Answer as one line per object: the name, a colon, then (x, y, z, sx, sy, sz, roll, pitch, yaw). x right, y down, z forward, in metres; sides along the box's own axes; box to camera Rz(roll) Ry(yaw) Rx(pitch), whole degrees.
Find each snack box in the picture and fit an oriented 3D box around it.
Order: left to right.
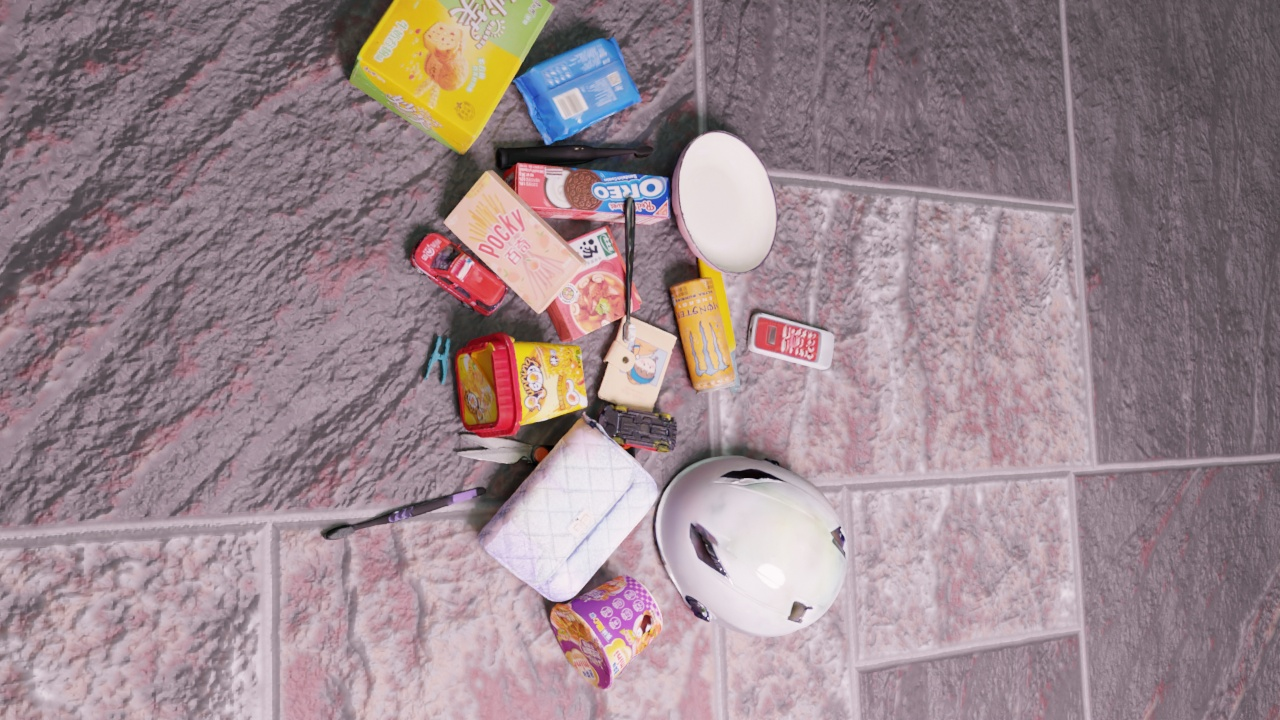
snack box: (-0.220, -0.375, 1.080, 0.157, 0.070, 0.209, 32, 73, -19)
snack box: (-0.147, -0.138, 1.075, 0.157, 0.026, 0.085, 44, 110, -3)
snack box: (-0.065, -0.205, 1.145, 0.207, 0.058, 0.057, 0, 88, -25)
snack box: (-0.061, -0.099, 1.143, 0.126, 0.044, 0.113, -28, 97, -25)

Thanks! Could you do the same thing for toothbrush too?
toothbrush: (-0.263, 0.173, 1.041, 0.188, 0.017, 0.014, -14, 91, -27)
toothbrush: (-0.079, -0.260, 1.162, 0.212, 0.027, 0.026, -9, 74, -27)
toothbrush: (-0.013, -0.112, 1.130, 0.015, 0.018, 0.181, 1, 89, -24)

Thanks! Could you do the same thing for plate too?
plate: (0.106, -0.206, 1.217, 0.192, 0.039, 0.192, 7, 80, -41)

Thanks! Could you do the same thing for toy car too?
toy car: (-0.211, -0.103, 1.075, 0.120, 0.045, 0.052, 35, 71, -16)
toy car: (-0.005, 0.085, 1.144, 0.106, 0.031, 0.049, 11, 71, -22)

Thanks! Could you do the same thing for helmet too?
helmet: (0.158, 0.236, 1.160, 0.258, 0.146, 0.228, 40, 70, -16)

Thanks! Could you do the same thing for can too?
can: (0.082, -0.033, 1.197, 0.058, 0.058, 0.146, -14, 91, -26)

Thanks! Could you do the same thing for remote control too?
remote control: (0.211, -0.026, 1.279, 0.136, 0.020, 0.055, 14, 79, -23)

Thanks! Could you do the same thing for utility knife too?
utility knife: (0.106, -0.054, 1.233, 0.033, 0.015, 0.206, -9, 86, -26)

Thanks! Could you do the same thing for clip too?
clip: (-0.235, -0.001, 1.071, 0.040, 0.014, 0.056, 16, 80, -24)

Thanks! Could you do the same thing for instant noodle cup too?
instant noodle cup: (-0.136, 0.027, 1.067, 0.123, 0.116, 0.116, -5, 86, -37)
instant noodle cup: (-0.035, 0.315, 1.089, 0.099, 0.112, 0.111, -28, 97, -32)

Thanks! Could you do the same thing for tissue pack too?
tissue pack: (-0.077, -0.341, 1.154, 0.156, 0.052, 0.095, -32, 101, -24)

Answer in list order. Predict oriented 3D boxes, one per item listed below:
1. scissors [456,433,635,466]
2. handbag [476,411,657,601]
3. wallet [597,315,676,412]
scissors: (-0.108, 0.105, 1.121, 0.234, 0.022, 0.162, 35, 65, -13)
handbag: (-0.080, 0.175, 1.071, 0.134, 0.075, 0.193, 42, 84, -15)
wallet: (-0.007, 0.007, 1.173, 0.087, 0.024, 0.115, 25, 76, -26)
